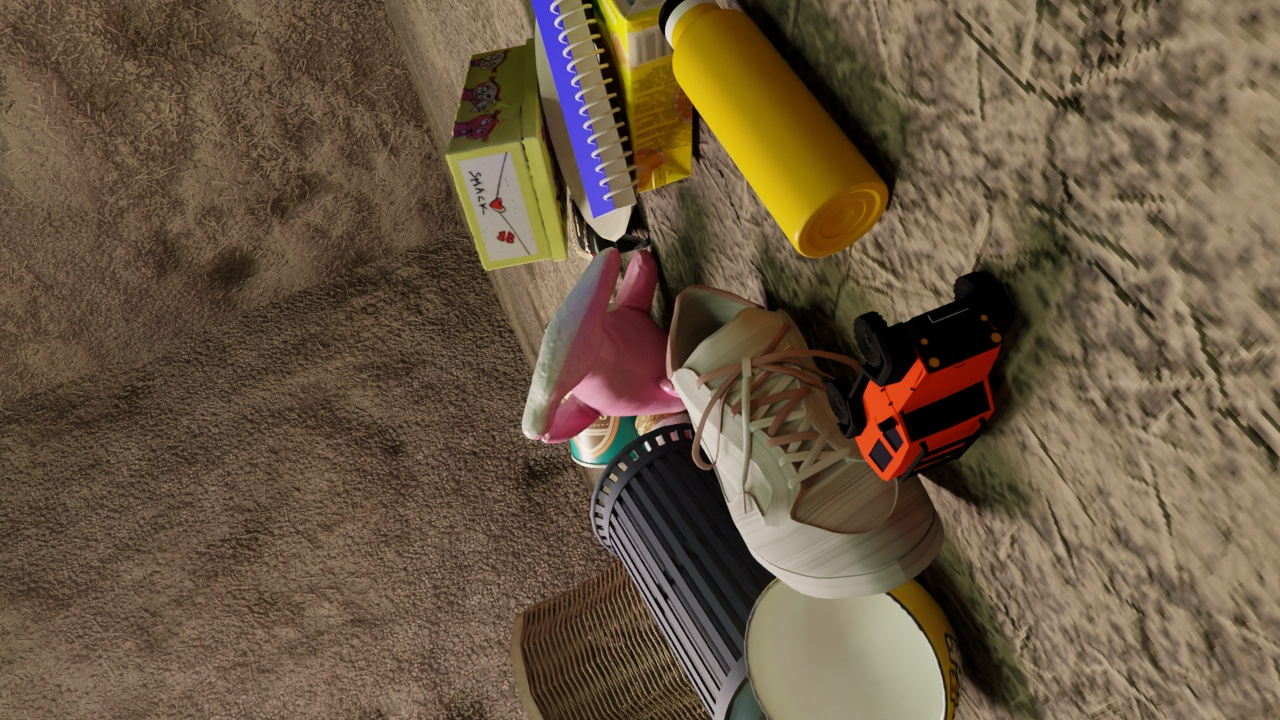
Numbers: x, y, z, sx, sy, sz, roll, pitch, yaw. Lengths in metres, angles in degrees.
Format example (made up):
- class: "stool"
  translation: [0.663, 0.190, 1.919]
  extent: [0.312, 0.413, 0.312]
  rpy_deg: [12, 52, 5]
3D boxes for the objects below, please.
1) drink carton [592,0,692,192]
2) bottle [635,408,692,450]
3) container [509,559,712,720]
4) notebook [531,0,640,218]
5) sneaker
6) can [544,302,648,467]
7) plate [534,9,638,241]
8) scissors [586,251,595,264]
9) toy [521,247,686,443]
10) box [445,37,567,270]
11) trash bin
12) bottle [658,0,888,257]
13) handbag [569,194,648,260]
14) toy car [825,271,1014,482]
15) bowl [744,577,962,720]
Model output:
- class: "drink carton"
  translation: [0.003, -0.166, 0.536]
  extent: [0.135, 0.043, 0.058]
  rpy_deg: [85, 162, -59]
- class: "bottle"
  translation: [0.040, 0.091, 0.886]
  extent: [0.056, 0.056, 0.105]
  rpy_deg: [81, 163, -55]
- class: "container"
  translation: [0.004, 0.292, 0.924]
  extent: [0.227, 0.196, 0.226]
  rpy_deg: [55, -167, -19]
- class: "notebook"
  translation: [-0.045, -0.195, 0.576]
  extent: [0.171, 0.022, 0.209]
  rpy_deg: [-136, 30, -80]
- class: "sneaker"
  translation: [0.065, 0.025, 0.480]
  extent: [0.089, 0.099, 0.236]
  rpy_deg: [56, 179, -30]
- class: "can"
  translation: [-0.036, 0.024, 0.952]
  extent: [0.099, 0.099, 0.144]
  rpy_deg: [-135, 33, -66]
- class: "plate"
  translation: [-0.035, -0.185, 0.692]
  extent: [0.189, 0.027, 0.188]
  rpy_deg: [161, 90, -74]
- class: "scissors"
  translation: [-0.051, -0.110, 1.035]
  extent: [0.188, 0.015, 0.140]
  rpy_deg: [53, 165, 54]
- class: "toy"
  translation: [-0.005, 0.004, 0.766]
  extent: [0.128, 0.186, 0.265]
  rpy_deg: [25, -178, 15]
- class: "box"
  translation: [-0.112, -0.192, 0.828]
  extent: [0.220, 0.079, 0.124]
  rpy_deg: [-92, -8, -53]
- class: "trash bin"
  translation: [0.069, 0.168, 0.681]
  extent: [0.249, 0.139, 0.139]
  rpy_deg: [50, 161, 55]
- class: "bottle"
  translation: [0.051, -0.111, 0.401]
  extent: [0.043, 0.043, 0.143]
  rpy_deg: [83, 161, -59]
- class: "handbag"
  translation: [-0.034, -0.133, 0.819]
  extent: [0.128, 0.054, 0.079]
  rpy_deg: [-140, 39, -75]
- class: "toy car"
  translation: [0.108, 0.011, 0.351]
  extent: [0.100, 0.051, 0.048]
  rpy_deg: [87, 160, -66]
- class: "bowl"
  translation: [0.124, 0.162, 0.510]
  extent: [0.117, 0.067, 0.117]
  rpy_deg: [6, 101, 37]
